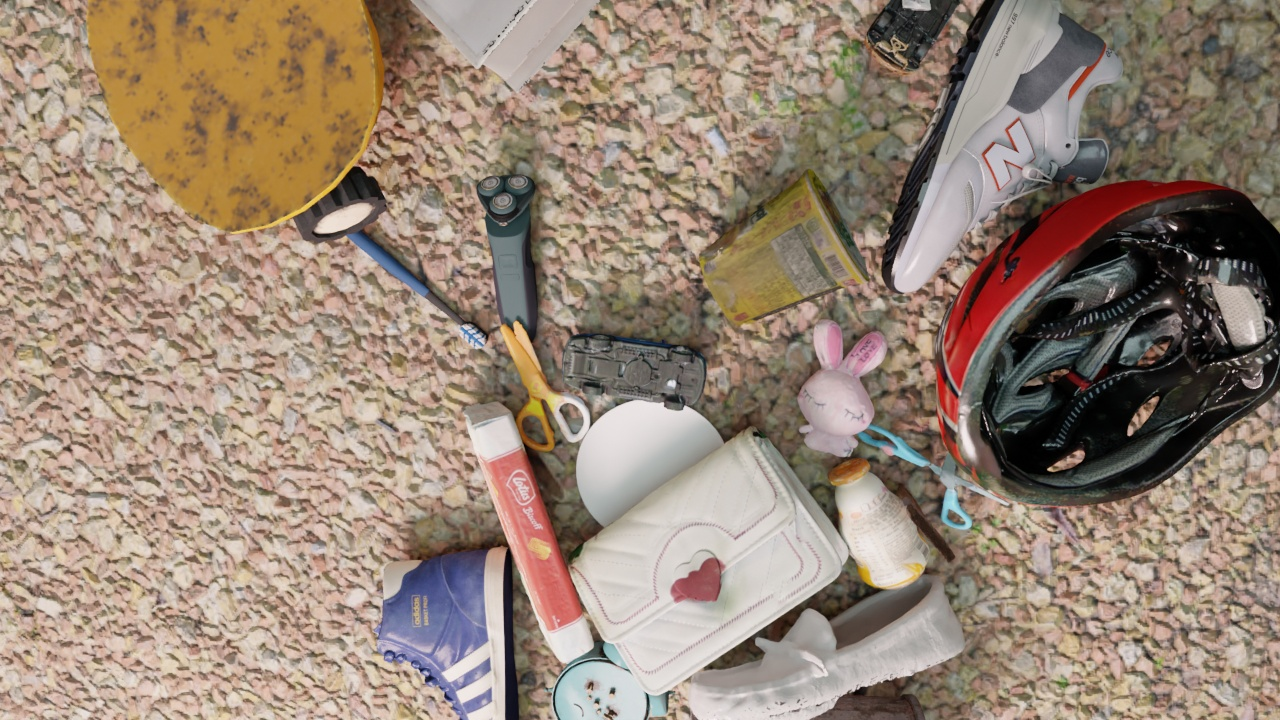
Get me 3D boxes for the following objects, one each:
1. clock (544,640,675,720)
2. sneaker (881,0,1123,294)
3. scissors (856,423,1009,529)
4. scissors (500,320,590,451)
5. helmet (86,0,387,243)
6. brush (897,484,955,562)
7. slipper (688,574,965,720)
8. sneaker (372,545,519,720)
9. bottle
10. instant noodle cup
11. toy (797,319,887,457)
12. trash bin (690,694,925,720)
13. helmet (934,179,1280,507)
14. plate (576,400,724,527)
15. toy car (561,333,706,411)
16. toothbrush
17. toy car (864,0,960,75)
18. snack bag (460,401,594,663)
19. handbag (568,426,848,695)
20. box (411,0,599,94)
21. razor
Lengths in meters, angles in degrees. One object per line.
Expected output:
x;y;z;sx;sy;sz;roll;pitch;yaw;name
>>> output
-0.022;0.291;0.828;0.124;0.053;0.090;-33;99;11;clock
0.276;-0.150;0.683;0.124;0.088;0.240;19;101;3;sneaker
0.238;0.097;0.754;0.015;0.135;0.135;-45;139;-16;scissors
-0.083;0.019;0.777;0.070;0.013;0.130;-13;116;5;scissors
-0.273;-0.215;0.689;0.205;0.131;0.255;-28;85;12;helmet
0.218;0.119;0.722;0.008;0.143;0.045;-41;88;10;brush
0.154;0.241;0.759;0.246;0.112;0.074;-16;80;-15;slipper
-0.175;0.281;0.818;0.118;0.091;0.233;-1;102;0;sneaker
0.196;0.135;0.769;0.063;0.063;0.108;-26;100;10;bottle
0.109;-0.081;0.716;0.108;0.102;0.102;-28;100;20;instant noodle cup
0.162;0.023;0.753;0.063;0.047;0.110;11;90;19;toy
0.131;0.350;0.792;0.211;0.130;0.131;0;103;3;trash bin
0.328;-0.014;0.666;0.272;0.167;0.217;-34;114;-1;helmet
0.011;0.097;0.801;0.134;0.011;0.134;1;103;4;plate
-0.005;0.004;0.764;0.120;0.043;0.056;9;103;4;toy car
-0.196;-0.068;0.779;0.167;0.014;0.014;40;114;-6;toothbrush
0.201;-0.254;0.687;0.047;0.047;0.111;36;74;-5;toy car
-0.097;0.144;0.788;0.041;0.077;0.225;-19;101;-15;snack bag
0.053;0.162;0.751;0.199;0.096;0.142;-39;78;13;handbag
-0.095;-0.351;0.812;0.171;0.403;0.169;44;103;-6;box
-0.105;-0.080;0.756;0.047;0.052;0.143;-2;112;3;razor
